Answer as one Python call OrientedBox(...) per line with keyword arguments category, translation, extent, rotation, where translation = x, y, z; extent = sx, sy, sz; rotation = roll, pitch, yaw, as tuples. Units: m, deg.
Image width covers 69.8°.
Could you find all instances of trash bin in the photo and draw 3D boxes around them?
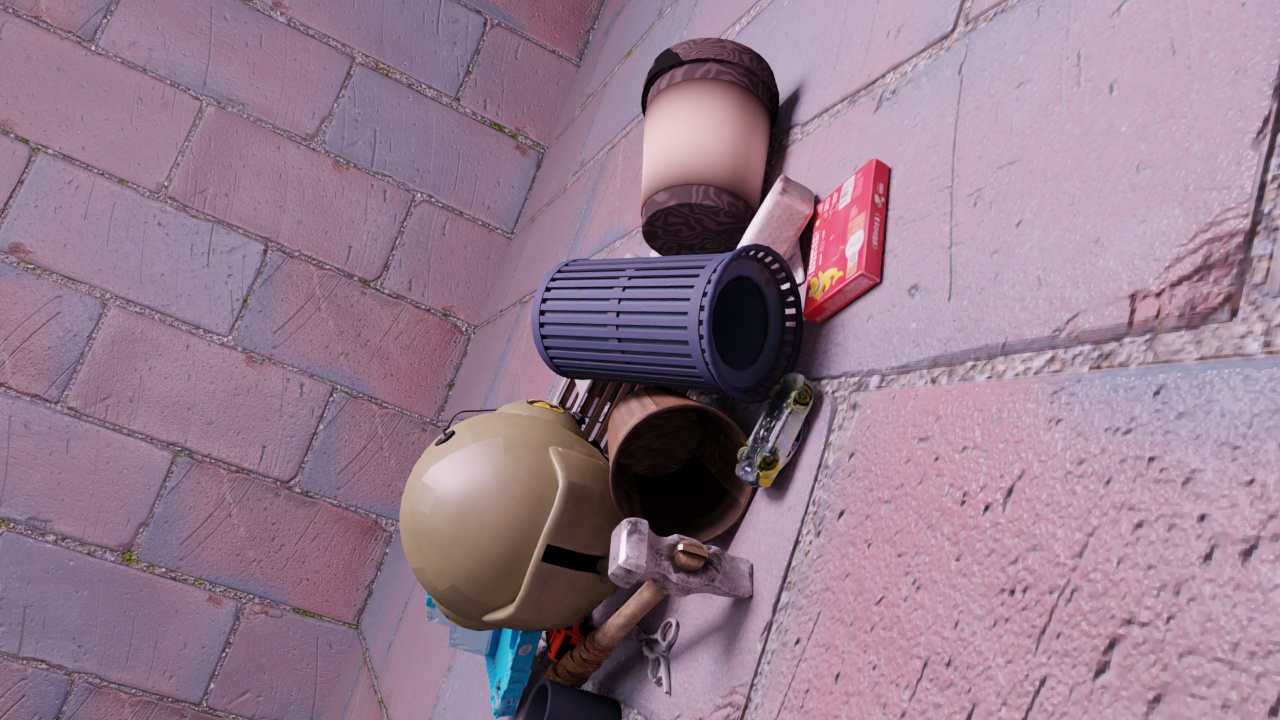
OrientedBox(category="trash bin", translation=(-0.007, 0.006, 1.096), extent=(0.229, 0.114, 0.114), rotation=(-63, 18, 13))
OrientedBox(category="trash bin", translation=(0.014, -0.038, 0.889), extent=(0.250, 0.139, 0.139), rotation=(4, 69, 44))

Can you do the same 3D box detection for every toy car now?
OrientedBox(category="toy car", translation=(0.119, 0.062, 0.792), extent=(0.105, 0.033, 0.048), rotation=(-63, 16, -3))
OrientedBox(category="toy car", translation=(-0.082, 0.309, 1.050), extent=(0.051, 0.048, 0.100), rotation=(-64, 17, 11))

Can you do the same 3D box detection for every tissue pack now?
OrientedBox(category="tissue pack", translation=(0.123, -0.092, 0.945), extent=(0.182, 0.071, 0.103), rotation=(-57, 4, 23))

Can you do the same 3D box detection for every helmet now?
OrientedBox(category="helmet", translation=(-0.117, 0.169, 0.941), extent=(0.233, 0.255, 0.250), rotation=(-179, 111, -81))

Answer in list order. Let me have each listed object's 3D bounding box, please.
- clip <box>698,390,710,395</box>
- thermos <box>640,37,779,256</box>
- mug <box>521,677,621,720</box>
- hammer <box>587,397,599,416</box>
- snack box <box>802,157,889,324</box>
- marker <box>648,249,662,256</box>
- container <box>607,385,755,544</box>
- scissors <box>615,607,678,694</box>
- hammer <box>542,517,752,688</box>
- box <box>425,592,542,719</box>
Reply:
OrientedBox(category="clip", translation=(0.077, 0.025, 1.000), extent=(0.037, 0.013, 0.053), rotation=(-70, 15, -12))
OrientedBox(category="thermos", translation=(0.077, -0.244, 1.101), extent=(0.173, 0.172, 0.225), rotation=(-39, 38, 56))
OrientedBox(category="mug", translation=(-0.077, 0.371, 0.909), extent=(0.105, 0.077, 0.071), rotation=(-57, 20, 28))
OrientedBox(category="hammer", translation=(-0.109, 0.162, 1.300), extent=(0.156, 0.043, 0.321), rotation=(96, -166, -60))
OrientedBox(category="snack box", translation=(0.185, -0.108, 0.830), extent=(0.089, 0.021, 0.132), rotation=(-41, 31, 55))
OrientedBox(category="marker", translation=(0.012, -0.131, 1.366), extent=(0.126, 0.025, 0.025), rotation=(-60, 18, 21))
OrientedBox(category="container", translation=(0.026, 0.089, 0.892), extent=(0.132, 0.132, 0.167), rotation=(-65, 12, 5))
OrientedBox(category="scissors", translation=(0.000, 0.281, 0.902), extent=(0.172, 0.014, 0.090), rotation=(-30, 39, 58))
OrientedBox(category="hammer", translation=(-0.020, 0.247, 0.852), extent=(0.320, 0.121, 0.048), rotation=(125, 158, -44))
OrientedBox(category="box", translation=(-0.187, 0.329, 1.141), extent=(0.083, 0.172, 0.228), rotation=(-32, -28, -40))
